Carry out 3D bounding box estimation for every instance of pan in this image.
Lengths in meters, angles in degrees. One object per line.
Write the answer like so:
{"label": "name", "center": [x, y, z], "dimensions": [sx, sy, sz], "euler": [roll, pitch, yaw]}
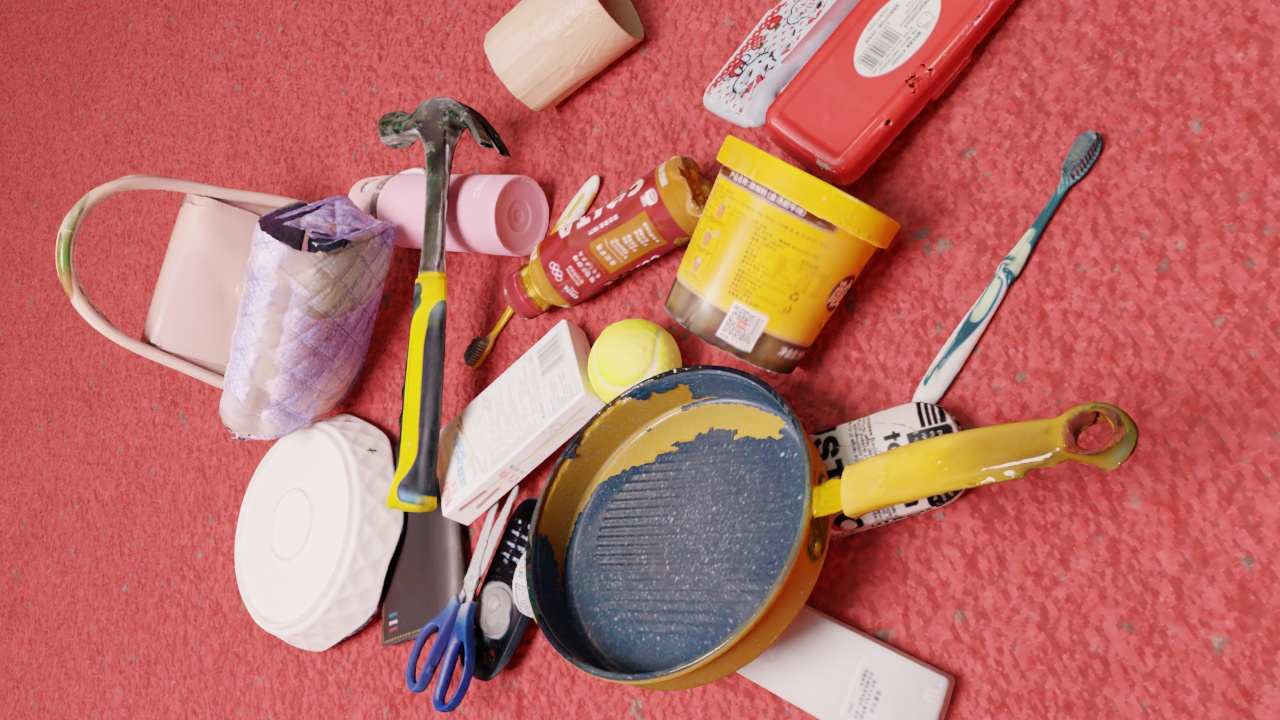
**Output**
{"label": "pan", "center": [0.073, 0.074, 0.490], "dimensions": [0.358, 0.078, 0.197], "euler": [-11, 53, 35]}

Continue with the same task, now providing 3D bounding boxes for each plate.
{"label": "plate", "center": [-0.287, 0.145, 0.800], "dimensions": [0.205, 0.045, 0.204], "euler": [-14, 67, 36]}

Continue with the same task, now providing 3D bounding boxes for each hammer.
{"label": "hammer", "center": [-0.163, -0.046, 0.711], "dimensions": [0.126, 0.031, 0.323], "euler": [-2, 83, 36]}

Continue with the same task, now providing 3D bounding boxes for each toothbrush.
{"label": "toothbrush", "center": [0.211, -0.050, 0.534], "dimensions": [0.016, 0.018, 0.192], "euler": [36, 99, 35]}
{"label": "toothbrush", "center": [-0.090, -0.071, 0.746], "dimensions": [0.016, 0.018, 0.191], "euler": [42, 102, 33]}

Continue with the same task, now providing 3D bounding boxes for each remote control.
{"label": "remote control", "center": [0.111, 0.181, 0.539], "dimensions": [0.135, 0.019, 0.056], "euler": [19, 89, 36]}
{"label": "remote control", "center": [-0.093, 0.169, 0.680], "dimensions": [0.053, 0.024, 0.136], "euler": [19, 85, 39]}

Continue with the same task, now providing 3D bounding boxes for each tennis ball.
{"label": "tennis ball", "center": [-0.004, 0.004, 0.638], "dimensions": [0.066, 0.065, 0.065], "euler": [-10, 72, 32]}

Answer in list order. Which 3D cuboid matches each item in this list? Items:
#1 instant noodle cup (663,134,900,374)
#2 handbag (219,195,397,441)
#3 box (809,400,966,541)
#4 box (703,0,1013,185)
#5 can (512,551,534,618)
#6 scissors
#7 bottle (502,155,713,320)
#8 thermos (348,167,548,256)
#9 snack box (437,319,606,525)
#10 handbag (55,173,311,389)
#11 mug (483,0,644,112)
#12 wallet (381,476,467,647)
{"label": "instant noodle cup", "center": [0.081, -0.062, 0.571], "dimensions": [0.118, 0.118, 0.114], "euler": [37, 106, 35]}
{"label": "handbag", "center": [-0.281, -0.037, 0.768], "dimensions": [0.075, 0.134, 0.194], "euler": [27, 117, 7]}
{"label": "box", "center": [0.114, 0.073, 0.550], "dimensions": [0.165, 0.052, 0.068], "euler": [-26, 82, 27]}
{"label": "box", "center": [0.144, -0.223, 0.598], "dimensions": [0.201, 0.058, 0.161], "euler": [-50, 54, 4]}
{"label": "can", "center": [-0.014, 0.161, 0.608], "dimensions": [0.147, 0.058, 0.058], "euler": [9, 83, 36]}
{"label": "scissors", "center": [-0.135, 0.173, 0.689], "dimensions": [0.133, 0.012, 0.172], "euler": [-28, 48, 35]}
{"label": "bottle", "center": [-0.026, -0.085, 0.682], "dimensions": [0.175, 0.057, 0.057], "euler": [-28, 63, 26]}
{"label": "thermos", "center": [-0.168, -0.134, 0.795], "dimensions": [0.199, 0.067, 0.087], "euler": [9, 52, 37]}
{"label": "snack box", "center": [-0.096, 0.047, 0.700], "dimensions": [0.157, 0.027, 0.084], "euler": [-41, 41, 20]}
{"label": "handbag", "center": [-0.403, -0.077, 0.830], "dimensions": [0.093, 0.234, 0.193], "euler": [8, 82, 37]}
{"label": "mug", "center": [-0.063, -0.277, 0.753], "dimensions": [0.104, 0.084, 0.124], "euler": [-31, 37, 26]}
{"label": "wallet", "center": [-0.178, 0.162, 0.746], "dimensions": [0.097, 0.020, 0.122], "euler": [-23, 63, 28]}
